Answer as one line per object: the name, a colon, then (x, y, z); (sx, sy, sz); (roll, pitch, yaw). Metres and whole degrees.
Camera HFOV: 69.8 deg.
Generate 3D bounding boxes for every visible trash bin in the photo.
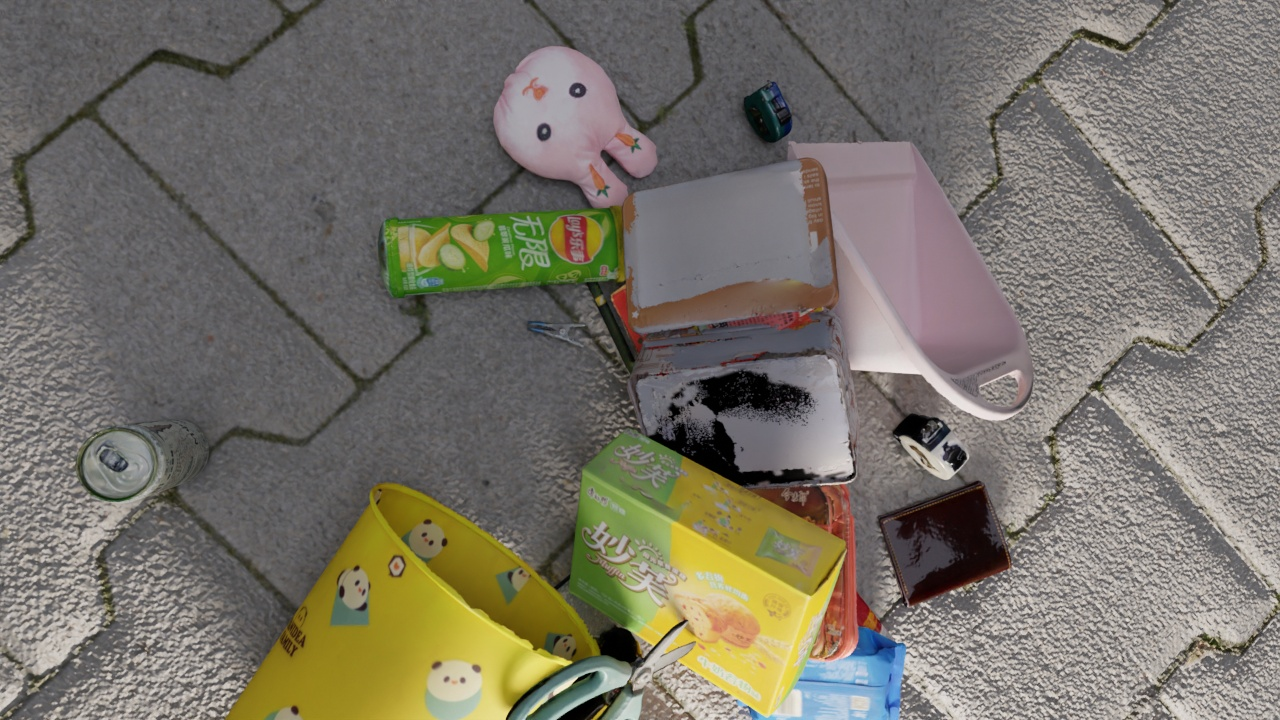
trash bin: (-0.198, 0.268, 0.735); (0.229, 0.229, 0.255); (38, 87, -8)

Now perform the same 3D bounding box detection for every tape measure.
tape measure: (0.291, 0.086, 0.910); (0.033, 0.066, 0.066); (-44, 95, -5)
tape measure: (0.123, -0.239, 0.889); (0.025, 0.058, 0.054); (-32, 99, -11)

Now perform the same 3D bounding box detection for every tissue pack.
tissue pack: (0.166, 0.293, 0.857); (0.157, 0.052, 0.095); (0, 110, 13)

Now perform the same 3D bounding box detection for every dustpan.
dustpan: (0.268, -0.085, 0.838); (0.222, 0.139, 0.273); (-17, 102, -43)

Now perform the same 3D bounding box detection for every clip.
clip: (-0.079, -0.027, 0.861); (0.057, 0.025, 0.029); (8, 91, -17)

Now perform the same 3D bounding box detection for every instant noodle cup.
instant noodle cup: (0.116, 0.177, 0.837); (0.079, 0.189, 0.164); (0, 89, -54)

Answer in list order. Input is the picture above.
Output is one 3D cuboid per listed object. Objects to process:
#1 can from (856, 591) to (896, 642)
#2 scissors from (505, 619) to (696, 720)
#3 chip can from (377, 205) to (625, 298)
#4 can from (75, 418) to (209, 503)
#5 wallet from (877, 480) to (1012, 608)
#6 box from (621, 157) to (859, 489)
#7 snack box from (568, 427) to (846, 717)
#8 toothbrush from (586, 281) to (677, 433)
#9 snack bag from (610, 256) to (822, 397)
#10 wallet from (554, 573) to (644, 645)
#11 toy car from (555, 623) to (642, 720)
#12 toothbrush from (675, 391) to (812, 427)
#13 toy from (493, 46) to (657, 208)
can: (0.195, 0.248, 0.892); (0.053, 0.053, 0.133); (-39, 96, -10)
scissors: (-0.029, 0.271, 0.711); (0.172, 0.019, 0.179); (-15, 129, -33)
chip can: (-0.122, -0.099, 0.828); (0.221, 0.073, 0.072); (-6, 90, -12)
can: (-0.392, 0.077, 0.730); (0.058, 0.147, 0.058); (0, 88, -11)
wallet: (0.311, 0.186, 0.936); (0.122, 0.020, 0.096); (-17, 87, -10)
box: (0.081, -0.023, 0.770); (0.179, 0.124, 0.274); (-7, 97, 18)
snack box: (0.046, 0.172, 0.753); (0.210, 0.158, 0.069); (26, 40, 23)
toothbrush: (-0.005, 0.005, 0.880); (0.017, 0.012, 0.186); (-27, 94, -17)
snack bag: (0.087, -0.054, 0.877); (0.207, 0.073, 0.128); (-26, 105, -6)
wallet: (-0.034, 0.236, 0.866); (0.120, 0.019, 0.097); (-38, 98, -11)
toy car: (-0.053, 0.294, 0.773); (0.156, 0.071, 0.041); (-47, 121, -1)
toothbrush: (0.095, 0.047, 0.889); (0.189, 0.021, 0.029); (-8, 126, -18)
toy: (-0.058, -0.214, 0.857); (0.159, 0.054, 0.121); (37, 82, -16)
